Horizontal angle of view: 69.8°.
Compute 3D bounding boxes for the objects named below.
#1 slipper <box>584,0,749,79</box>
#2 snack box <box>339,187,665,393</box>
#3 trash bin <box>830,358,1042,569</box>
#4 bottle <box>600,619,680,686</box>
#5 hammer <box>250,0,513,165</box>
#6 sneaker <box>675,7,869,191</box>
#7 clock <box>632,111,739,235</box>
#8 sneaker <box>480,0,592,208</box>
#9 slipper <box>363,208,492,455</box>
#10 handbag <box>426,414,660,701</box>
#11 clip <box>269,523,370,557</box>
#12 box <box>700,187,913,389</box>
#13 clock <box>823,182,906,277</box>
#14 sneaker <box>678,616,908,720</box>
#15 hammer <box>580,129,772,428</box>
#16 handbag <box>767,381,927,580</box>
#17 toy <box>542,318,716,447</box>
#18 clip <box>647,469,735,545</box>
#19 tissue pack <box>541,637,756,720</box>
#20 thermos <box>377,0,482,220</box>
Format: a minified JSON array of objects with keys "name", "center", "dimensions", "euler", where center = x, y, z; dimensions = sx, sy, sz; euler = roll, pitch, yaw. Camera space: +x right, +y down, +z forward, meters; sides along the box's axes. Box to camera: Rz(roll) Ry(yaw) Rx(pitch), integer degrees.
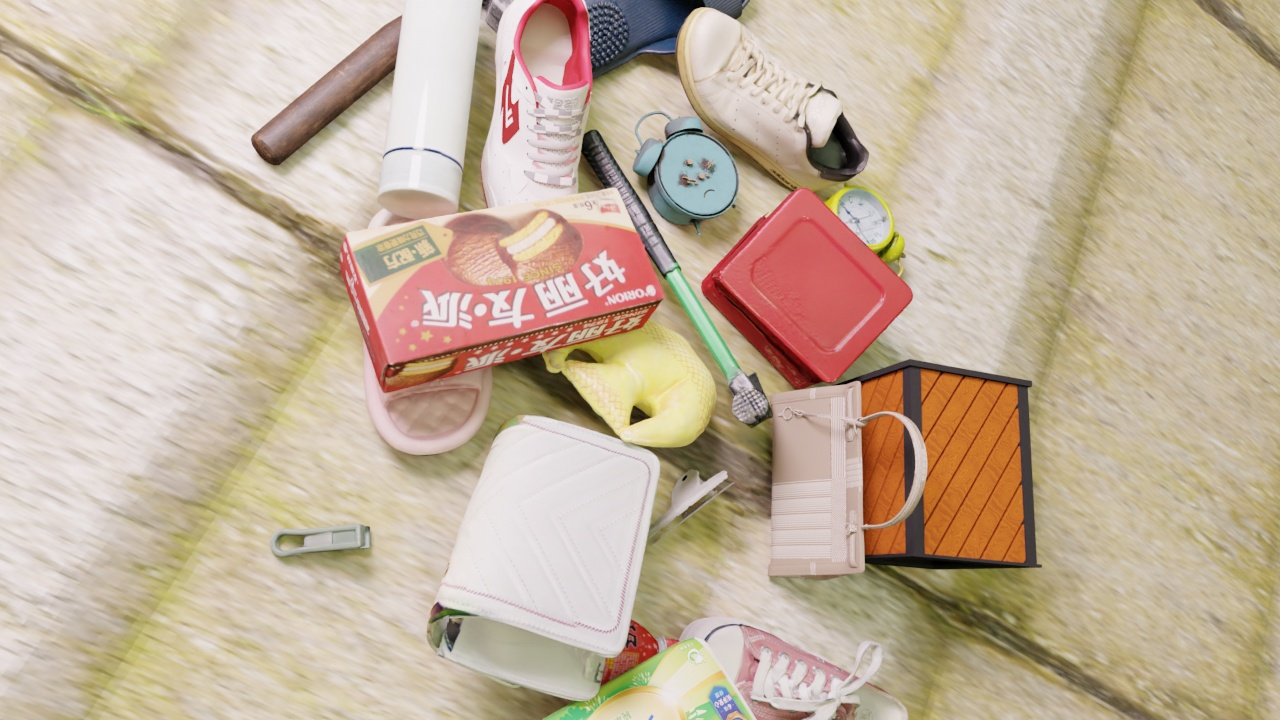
[{"name":"slipper","center":[0.025,-0.351,0.900],"dimensions":[0.263,0.082,0.101],"euler":[-32,121,-22]},{"name":"snack box","center":[-0.109,-0.061,0.743],"dimensions":[0.236,0.060,0.113],"euler":[-15,73,-25]},{"name":"trash bin","center":[0.272,0.107,0.878],"dimensions":[0.139,0.140,0.171],"euler":[9,74,-20]},{"name":"bottle","center":[-0.030,0.242,0.765],"dimensions":[0.137,0.062,0.062],"euler":[13,73,-20]},{"name":"hammer","center":[-0.255,-0.304,0.816],"dimensions":[0.217,0.037,0.299],"euler":[43,66,-8]},{"name":"sneaker","center":[0.137,-0.246,0.893],"dimensions":[0.241,0.102,0.088],"euler":[35,79,-33]},{"name":"clock","center":[0.040,-0.188,0.900],"dimensions":[0.089,0.053,0.124],"euler":[-40,94,-26]},{"name":"sneaker","center":[-0.082,-0.208,0.803],"dimensions":[0.090,0.104,0.236],"euler":[4,93,-21]},{"name":"slipper","center":[-0.180,-0.030,0.771],"dimensions":[0.106,0.056,0.221],"euler":[-4,77,-25]},{"name":"handbag","center":[-0.073,0.148,0.715],"dimensions":[0.142,0.096,0.198],"euler":[18,44,-3]},{"name":"clip","center":[-0.251,0.140,0.717],"dimensions":[0.075,0.061,0.023],"euler":[-3,77,-7]},{"name":"box","center":[0.159,-0.067,0.884],"dimensions":[0.157,0.127,0.136],"euler":[43,70,-8]},{"name":"clock","center":[0.228,-0.128,0.961],"dimensions":[0.083,0.057,0.119],"euler":[-35,86,-27]},{"name":"sneaker","center":[0.146,0.295,0.810],"dimensions":[0.241,0.088,0.118],"euler":[25,69,-17]},{"name":"hammer","center":[0.031,-0.079,0.852],"dimensions":[0.032,0.130,0.318],"euler":[-32,80,8]},{"name":"handbag","center":[0.186,0.103,0.811],"dimensions":[0.062,0.198,0.175],"euler":[8,74,-21]},{"name":"toy","center":[-0.005,0.005,0.816],"dimensions":[0.170,0.065,0.154],"euler":[42,38,12]},{"name":"clip","center":[0.050,0.129,0.831],"dimensions":[0.043,0.102,0.054],"euler":[48,21,-6]},{"name":"tissue pack","center":[-0.011,0.321,0.716],"dimensions":[0.197,0.142,0.120],"euler":[-19,56,-15]},{"name":"thermos","center":[-0.175,-0.234,0.775],"dimensions":[0.068,0.068,0.229],"euler":[9,74,-21]}]
